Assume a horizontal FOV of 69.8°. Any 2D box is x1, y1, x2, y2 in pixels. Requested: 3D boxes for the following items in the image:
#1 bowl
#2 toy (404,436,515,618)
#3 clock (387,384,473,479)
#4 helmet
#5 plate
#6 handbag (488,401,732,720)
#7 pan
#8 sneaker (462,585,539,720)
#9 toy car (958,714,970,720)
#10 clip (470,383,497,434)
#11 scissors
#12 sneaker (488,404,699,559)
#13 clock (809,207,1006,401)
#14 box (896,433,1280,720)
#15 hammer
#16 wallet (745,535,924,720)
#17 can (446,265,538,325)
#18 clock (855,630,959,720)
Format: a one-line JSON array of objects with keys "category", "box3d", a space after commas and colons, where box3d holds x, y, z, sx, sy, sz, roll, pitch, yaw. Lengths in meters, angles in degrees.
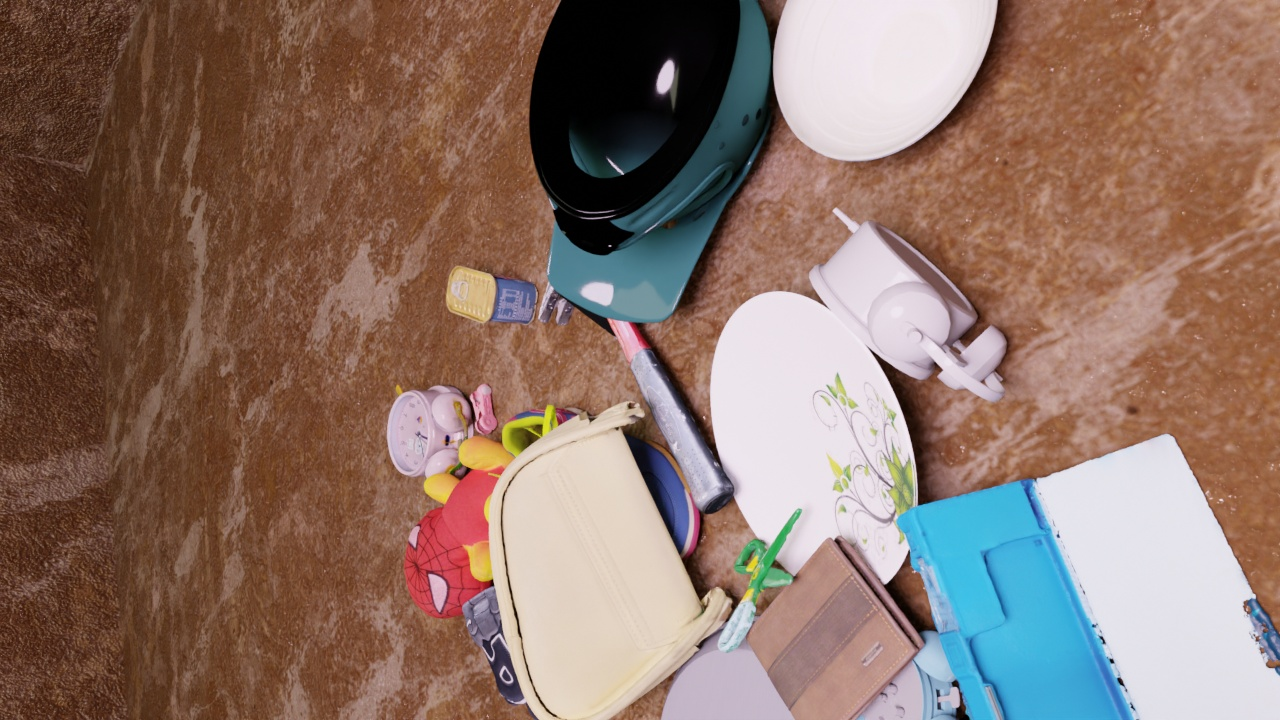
[{"category": "bowl", "box3d": [0.179, -0.223, 0.643, 0.177, 0.057, 0.176, -5, 84, 48]}, {"category": "toy", "box3d": [-0.187, 0.191, 0.999, 0.217, 0.098, 0.147, -56, 39, 28]}, {"category": "clock", "box3d": [-0.246, 0.090, 1.100, 0.158, 0.058, 0.117, 10, 96, 47]}, {"category": "helmet", "box3d": [0.004, -0.178, 0.731, 0.176, 0.200, 0.274, 18, 84, 11]}, {"category": "plate", "box3d": [0.129, 0.059, 0.681, 0.229, 0.030, 0.230, 36, 133, 51]}, {"category": "handbag", "box3d": [-0.042, 0.168, 0.764, 0.191, 0.088, 0.232, -24, 85, 0]}, {"category": "pan", "box3d": [0.044, 0.360, 0.741, 0.357, 0.050, 0.200, -51, 51, 21]}, {"category": "sneaker", "box3d": [-0.076, 0.274, 0.878, 0.253, 0.097, 0.150, -32, 70, 43]}, {"category": "toy car", "box3d": [0.226, 0.268, 0.576, 0.042, 0.036, 0.091, -52, 29, 35]}, {"category": "clip", "box3d": [-0.185, 0.058, 1.062, 0.044, 0.023, 0.060, -11, 78, 52]}, {"category": "scissors", "box3d": [0.088, 0.169, 0.695, 0.130, 0.011, 0.126, -65, 6, -13]}, {"category": "sneaker", "box3d": [-0.047, 0.115, 0.851, 0.242, 0.091, 0.116, 28, 106, 45]}, {"category": "clock", "box3d": [0.174, -0.028, 0.596, 0.061, 0.119, 0.159, -49, 43, 23]}, {"category": "box", "box3d": [0.269, 0.182, 0.527, 0.171, 0.070, 0.243, -21, 69, 12]}, {"category": "hammer", "box3d": [-0.005, 0.005, 0.841, 0.141, 0.036, 0.326, -53, 48, 31]}, {"category": "wallet", "box3d": [0.131, 0.197, 0.639, 0.121, 0.026, 0.098, -58, 44, 27]}, {"category": "can", "box3d": [-0.166, -0.072, 1.020, 0.100, 0.059, 0.054, 19, 101, 47]}, {"category": "clock", "box3d": [0.184, 0.223, 0.601, 0.123, 0.042, 0.087, 137, 143, -55]}]
